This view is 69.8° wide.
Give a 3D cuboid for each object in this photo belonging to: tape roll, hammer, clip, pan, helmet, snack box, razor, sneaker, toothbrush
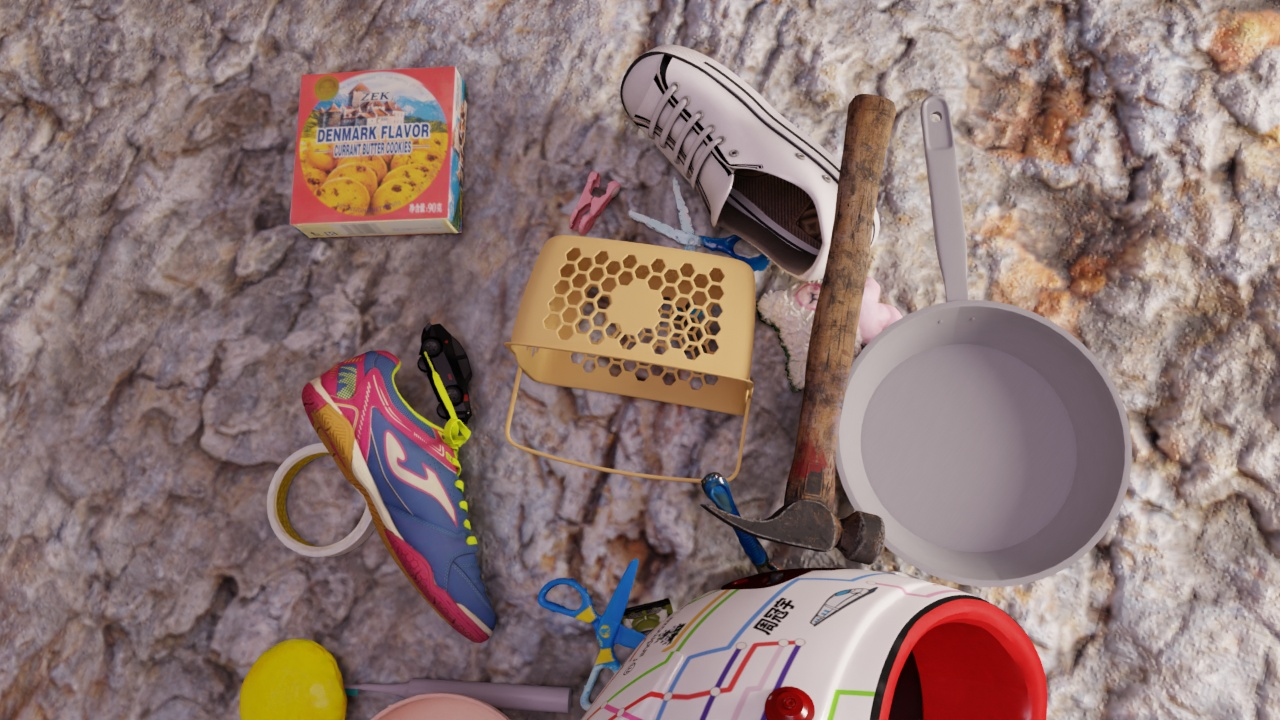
[{"bbox_3d":[-0.261,0.116,0.762,0.094,0.019,0.094,-1,78,6],"label":"tape roll"},{"bbox_3d":[0.129,-0.035,0.638,0.120,0.033,0.330,13,78,-5],"label":"hammer"},{"bbox_3d":[-0.045,-0.140,0.793,0.060,0.023,0.045,-38,73,-5],"label":"clip"},{"bbox_3d":[0.232,-0.019,0.665,0.201,0.051,0.356,-5,77,4],"label":"pan"},{"bbox_3d":[0.093,0.255,0.592,0.237,0.313,0.231,-9,96,43],"label":"helmet"},{"bbox_3d":[-0.229,-0.183,0.810,0.142,0.040,0.144,-2,78,6],"label":"snack box"},{"bbox_3d":[0.084,0.137,0.695,0.044,0.018,0.141,-32,111,-2],"label":"razor"},{"bbox_3d":[-0.164,0.102,0.714,0.090,0.116,0.242,-32,94,-26],"label":"sneaker"},{"bbox_3d":[0.018,0.260,0.706,0.044,0.021,0.144,-14,80,2],"label":"razor"},{"bbox_3d":[0.068,-0.150,0.730,0.245,0.091,0.096,44,47,9],"label":"sneaker"},{"bbox_3d":[-0.148,0.262,0.721,0.188,0.018,0.019,1,80,6],"label":"toothbrush"}]

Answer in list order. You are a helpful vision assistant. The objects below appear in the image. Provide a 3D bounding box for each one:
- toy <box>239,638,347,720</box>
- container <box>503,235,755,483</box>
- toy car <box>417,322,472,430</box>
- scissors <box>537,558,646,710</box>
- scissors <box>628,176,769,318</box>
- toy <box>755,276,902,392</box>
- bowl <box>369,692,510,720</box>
[{"bbox_3d":[-0.271,0.267,0.717,0.094,0.041,0.095,-10,79,15],"label":"toy"},{"bbox_3d":[-0.004,0.004,0.703,0.183,0.129,0.167,9,79,7],"label":"container"},{"bbox_3d":[-0.158,0.013,0.764,0.036,0.042,0.091,-20,76,-25],"label":"toy car"},{"bbox_3d":[-0.028,0.212,0.710,0.125,0.013,0.130,12,94,23],"label":"scissors"},{"bbox_3d":[0.053,-0.102,0.781,0.119,0.014,0.129,-17,75,5],"label":"scissors"},{"bbox_3d":[0.156,-0.032,0.744,0.109,0.041,0.095,-22,76,-5],"label":"toy"},{"bbox_3d":[-0.141,0.319,0.679,0.153,0.076,0.153,-1,78,4],"label":"bowl"}]
